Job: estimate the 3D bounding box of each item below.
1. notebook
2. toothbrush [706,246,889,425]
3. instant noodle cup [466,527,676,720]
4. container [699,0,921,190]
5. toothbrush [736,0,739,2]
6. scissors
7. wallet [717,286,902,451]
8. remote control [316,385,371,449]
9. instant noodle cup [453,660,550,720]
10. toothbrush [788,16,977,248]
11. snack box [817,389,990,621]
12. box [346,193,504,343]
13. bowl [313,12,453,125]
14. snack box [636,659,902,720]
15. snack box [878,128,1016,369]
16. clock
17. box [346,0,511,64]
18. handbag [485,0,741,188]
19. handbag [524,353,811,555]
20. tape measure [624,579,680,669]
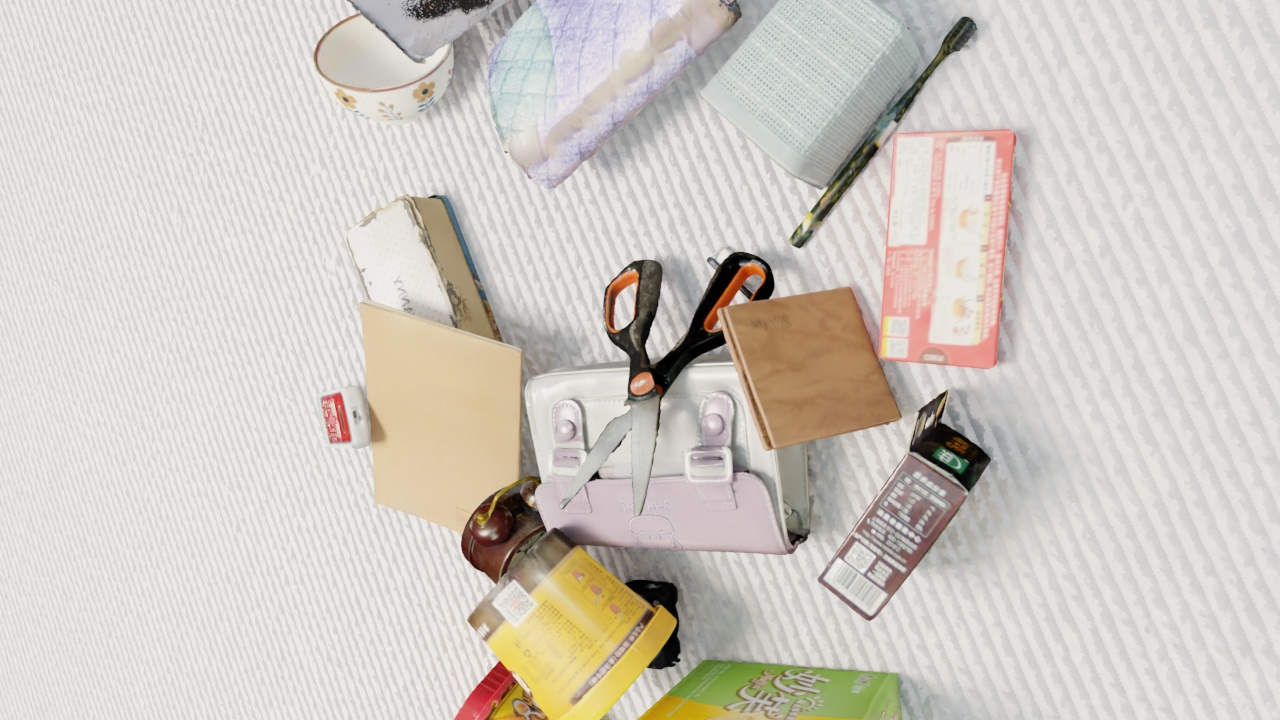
[{"bbox_3d":[-0.167,0.061,0.774,0.149,0.012,0.212,17,124,17],"label":"notebook"},{"bbox_3d":[0.114,-0.019,0.665,0.018,0.015,0.181,-47,73,14],"label":"toothbrush"},{"bbox_3d":[-0.054,0.194,0.669,0.114,0.118,0.119,43,113,5],"label":"instant noodle cup"},{"bbox_3d":[0.116,-0.188,0.607,0.090,0.090,0.112,45,110,17],"label":"container"},{"bbox_3d":[0.017,-0.231,0.696,0.180,0.016,0.016,-36,73,27],"label":"toothbrush"},{"bbox_3d":[0.016,-0.001,0.629,0.211,0.022,0.221,-27,43,7],"label":"scissors"},{"bbox_3d":[0.113,0.003,0.611,0.020,0.115,0.101,-40,65,55],"label":"wallet"},{"bbox_3d":[-0.274,0.053,0.839,0.136,0.020,0.056,-8,95,61],"label":"remote control"},{"bbox_3d":[-0.091,0.323,0.762,0.124,0.116,0.116,32,110,9],"label":"instant noodle cup"},{"bbox_3d":[0.162,-0.151,0.625,0.012,0.017,0.186,30,113,-17],"label":"toothbrush"},{"bbox_3d":[0.174,0.089,0.588,0.053,0.113,0.126,38,111,19],"label":"snack box"},{"bbox_3d":[-0.189,-0.061,0.800,0.090,0.059,0.184,-22,82,27],"label":"box"},{"bbox_3d":[-0.212,-0.242,0.779,0.113,0.113,0.062,33,153,21],"label":"bowl"},{"bbox_3d":[0.075,0.269,0.605,0.158,0.209,0.070,-6,91,27],"label":"snack box"},{"bbox_3d":[0.202,-0.073,0.607,0.075,0.025,0.153,5,98,27],"label":"snack box"},{"bbox_3d":[-0.100,0.139,0.744,0.055,0.081,0.122,37,141,36],"label":"clock"},{"bbox_3d":[-0.153,-0.363,0.692,0.183,0.156,0.193,-31,66,12],"label":"box"},{"bbox_3d":[-0.024,-0.231,0.669,0.194,0.075,0.134,-37,49,27],"label":"handbag"},{"bbox_3d":[0.020,0.071,0.684,0.197,0.098,0.145,-4,98,29],"label":"handbag"},{"bbox_3d":[-0.002,0.212,0.740,0.066,0.033,0.066,-4,92,28],"label":"tape measure"}]
